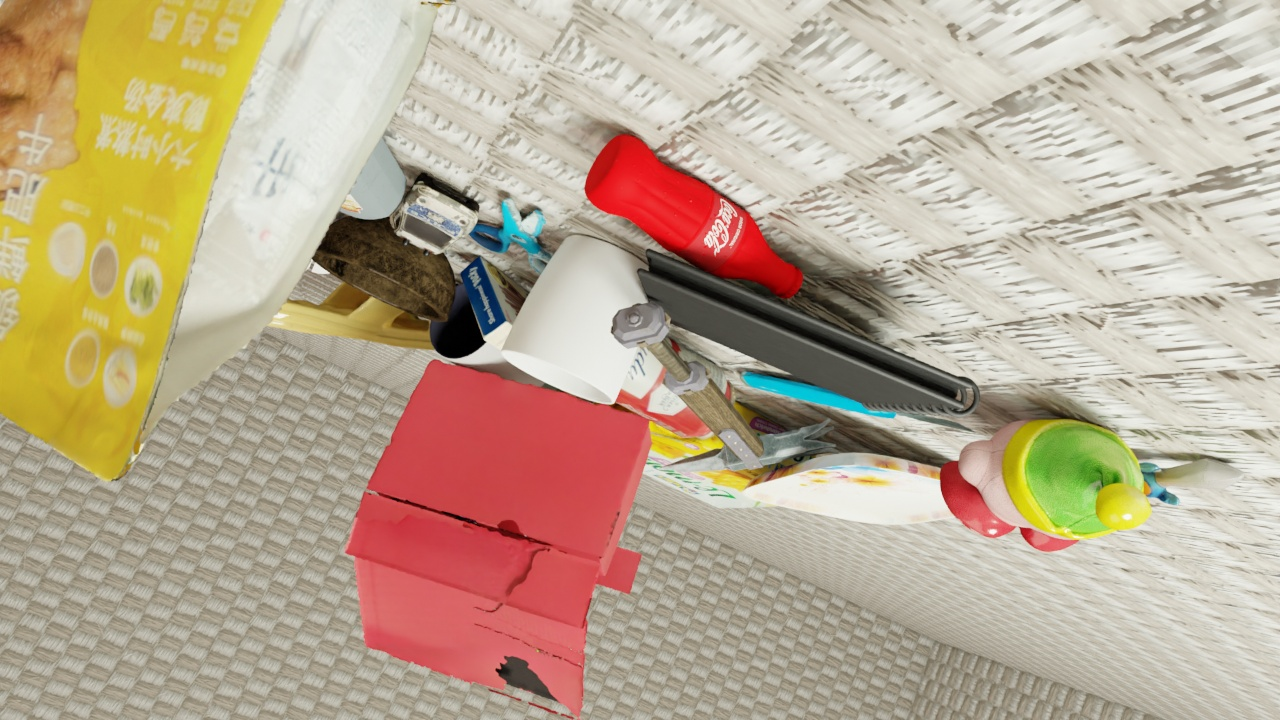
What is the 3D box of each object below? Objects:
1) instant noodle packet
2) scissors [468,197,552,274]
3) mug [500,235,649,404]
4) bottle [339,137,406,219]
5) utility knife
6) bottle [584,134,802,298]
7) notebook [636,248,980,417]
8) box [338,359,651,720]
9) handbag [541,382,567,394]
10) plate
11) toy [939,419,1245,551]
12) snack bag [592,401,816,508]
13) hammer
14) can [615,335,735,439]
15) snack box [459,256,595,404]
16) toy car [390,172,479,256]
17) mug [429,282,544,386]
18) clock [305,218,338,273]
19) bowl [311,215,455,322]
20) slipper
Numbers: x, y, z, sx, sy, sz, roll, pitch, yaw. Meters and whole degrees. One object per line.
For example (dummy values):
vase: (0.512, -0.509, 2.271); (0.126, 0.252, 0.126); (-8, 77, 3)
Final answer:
instant noodle packet: (-0.194, -0.079, 0.359); (0.163, 0.221, 0.084); (19, 171, 28)
scissors: (-0.092, -0.089, 0.627); (0.090, 0.014, 0.141); (25, 171, 5)
mug: (-0.038, -0.024, 0.619); (0.081, 0.087, 0.114); (23, 168, 1)
bottle: (-0.188, -0.135, 0.524); (0.072, 0.046, 0.161); (23, 168, 5)
utility knife: (0.148, 0.029, 0.675); (0.031, 0.015, 0.209); (29, 171, -41)
bottle: (0.030, -0.064, 0.443); (0.119, 0.036, 0.036); (28, 167, -24)
notebook: (0.084, -0.009, 0.531); (0.169, 0.019, 0.231); (23, 179, 4)
box: (-0.130, 0.169, 0.767); (0.211, 0.315, 0.124); (14, 178, 12)
handbag: (-0.054, 0.040, 0.983); (0.121, 0.067, 0.106); (28, 163, -28)
plate: (0.200, 0.112, 0.794); (0.187, 0.016, 0.187); (14, 159, -21)
toy: (0.252, 0.077, 0.525); (0.124, 0.096, 0.132); (20, 146, -1)
snack bag: (0.053, 0.078, 0.899); (0.247, 0.068, 0.160); (29, 157, -29)
hammer: (0.042, 0.030, 0.637); (0.147, 0.028, 0.317); (-13, 156, 15)
can: (-0.004, 0.004, 0.732); (0.170, 0.067, 0.067); (30, 167, -27)
snack box: (-0.089, -0.022, 0.780); (0.150, 0.026, 0.082); (39, -160, -51)
toy car: (-0.146, -0.095, 0.633); (0.048, 0.040, 0.113); (27, 167, -19)
mug: (-0.143, -0.029, 0.860); (0.112, 0.078, 0.097); (50, -174, 35)
clock: (-0.336, -0.132, 0.799); (0.125, 0.072, 0.160); (14, 172, 39)
bowl: (-0.201, -0.084, 0.749); (0.121, 0.056, 0.121); (23, 168, 5)
slipper: (-0.291, -0.060, 0.964); (0.262, 0.078, 0.100); (6, -176, -38)
